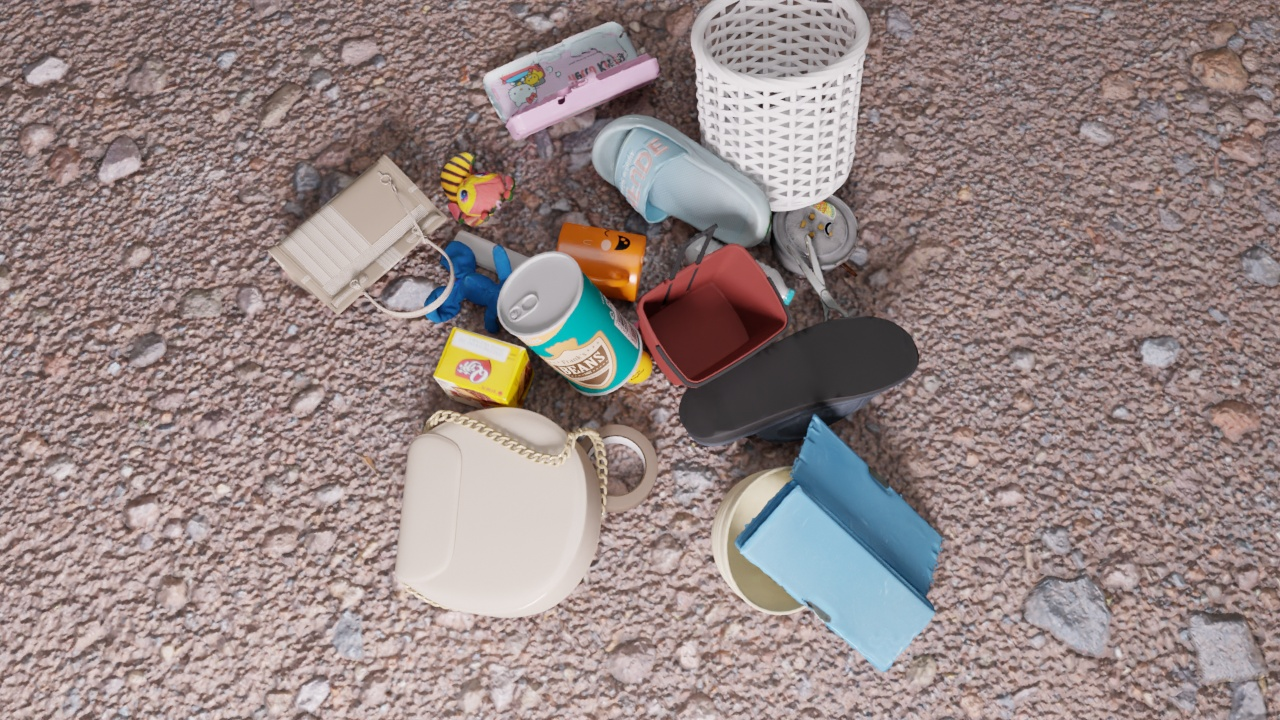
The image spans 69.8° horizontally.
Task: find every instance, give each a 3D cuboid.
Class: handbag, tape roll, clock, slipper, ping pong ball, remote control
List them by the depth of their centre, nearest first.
[{"bbox_3d":[-0.149,0.156,0.950,0.209,0.103,0.210,-3,71,13],"label":"handbag"},{"bbox_3d":[-0.028,0.120,1.016,0.093,0.030,0.093,1,72,-2],"label":"tape roll"},{"bbox_3d":[0.178,0.037,1.028,0.266,0.083,0.108,-22,50,7],"label":"slipper"},{"bbox_3d":[-0.292,-0.117,1.048,0.198,0.062,0.175,39,74,24],"label":"handbag"},{"bbox_3d":[-0.006,0.006,1.049,0.040,0.040,0.040,1,71,-2],"label":"ping pong ball"},{"bbox_3d":[0.039,-0.202,1.064,0.245,0.104,0.074,33,48,20],"label":"slipper"},{"bbox_3d":[0.193,-0.152,1.100,0.148,0.056,0.103,6,71,-2],"label":"clock"},{"bbox_3d":[-0.165,-0.120,1.100,0.131,0.012,0.033,23,72,6],"label":"remote control"}]

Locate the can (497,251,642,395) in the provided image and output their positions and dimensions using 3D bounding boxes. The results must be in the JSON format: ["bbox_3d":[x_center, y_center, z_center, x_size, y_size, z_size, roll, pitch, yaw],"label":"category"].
[{"bbox_3d":[-0.073,-0.037,0.990,0.099,0.144,0.099,-13,58,22],"label":"can"}]

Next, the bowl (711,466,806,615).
[{"bbox_3d":[0.133,0.183,0.965,0.150,0.075,0.150,0,91,-27],"label":"bowl"}]

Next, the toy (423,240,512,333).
[{"bbox_3d":[-0.170,-0.067,1.053,0.176,0.071,0.112,28,69,4],"label":"toy"}]

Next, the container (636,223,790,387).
[{"bbox_3d":[0.075,-0.052,0.979,0.148,0.201,0.127,-32,86,-13],"label":"container"}]

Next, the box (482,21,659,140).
[{"bbox_3d":[-0.090,-0.359,1.150,0.201,0.111,0.101,-26,100,-9],"label":"box"}]

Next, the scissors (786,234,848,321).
[{"bbox_3d":[0.228,-0.071,1.068,0.131,0.014,0.153,1,100,-4],"label":"scissors"}]

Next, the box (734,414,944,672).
[{"bbox_3d":[0.220,0.189,0.937,0.231,0.060,0.175,41,72,-20],"label":"box"}]

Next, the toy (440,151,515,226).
[{"bbox_3d":[-0.200,-0.206,1.111,0.084,0.046,0.103,-48,68,7],"label":"toy"}]

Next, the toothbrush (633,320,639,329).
[{"bbox_3d":[0.013,-0.049,1.081,0.135,0.016,0.021,-24,83,-9],"label":"toothbrush"}]

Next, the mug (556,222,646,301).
[{"bbox_3d":[-0.049,-0.107,1.052,0.096,0.112,0.078,10,115,1],"label":"mug"}]

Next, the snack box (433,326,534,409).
[{"bbox_3d":[-0.169,0.016,1.006,0.083,0.106,0.061,17,75,4],"label":"snack box"}]

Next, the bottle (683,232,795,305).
[{"bbox_3d":[0.118,-0.104,1.088,0.136,0.044,0.044,27,73,7],"label":"bottle"}]

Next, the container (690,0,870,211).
[{"bbox_3d":[0.158,-0.302,1.054,0.189,0.187,0.189,-4,54,5],"label":"container"}]
